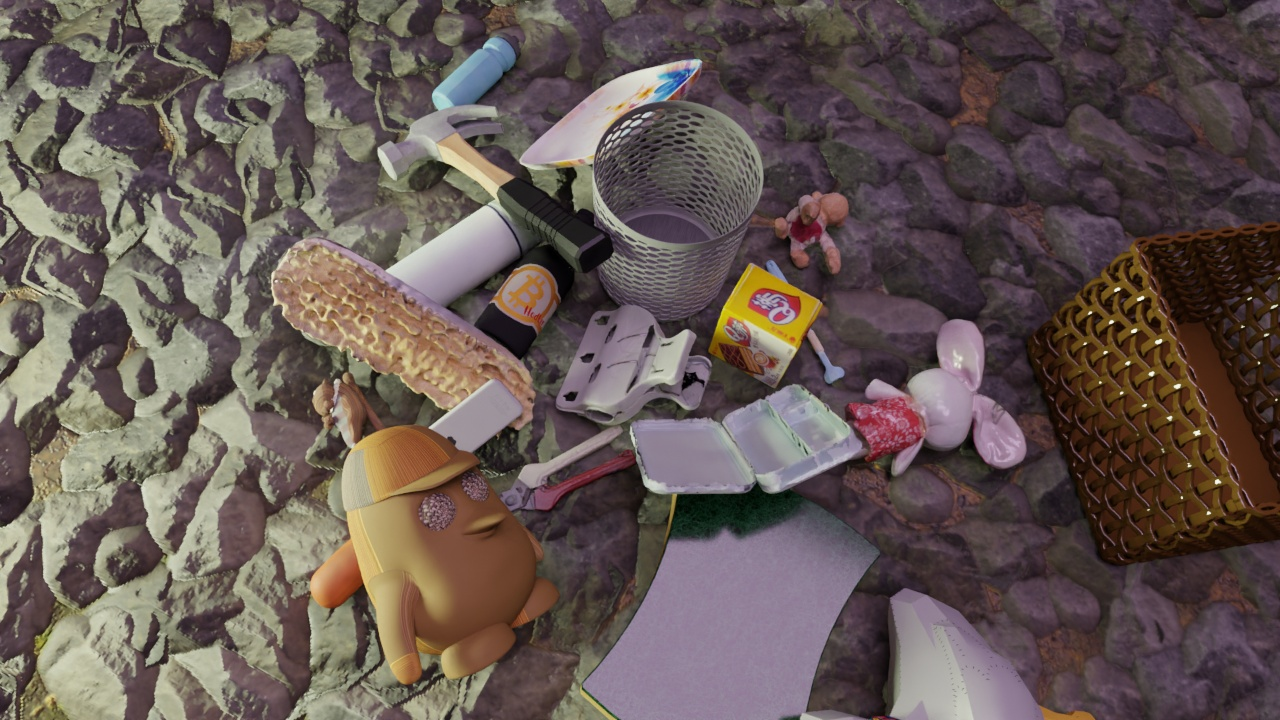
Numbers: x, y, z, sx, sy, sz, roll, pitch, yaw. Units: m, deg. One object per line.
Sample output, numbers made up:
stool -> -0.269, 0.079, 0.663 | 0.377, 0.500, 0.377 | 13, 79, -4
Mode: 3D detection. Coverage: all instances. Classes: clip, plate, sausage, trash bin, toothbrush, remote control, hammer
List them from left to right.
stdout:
sausage -> -0.233, 0.164, 0.849 | 0.164, 0.044, 0.039 | -38, 39, -18
remote control -> -0.180, 0.075, 0.870 | 0.147, 0.008, 0.045 | -37, 112, 5
hammer -> -0.141, -0.178, 0.937 | 0.131, 0.039, 0.328 | -36, 50, -18
plate -> -0.031, -0.263, 0.997 | 0.186, 0.187, 0.016 | -47, 122, -24
clip -> -0.005, 0.005, 0.918 | 0.144, 0.074, 0.124 | 5, 61, 26
trash bin -> 0.029, -0.138, 0.920 | 0.156, 0.184, 0.156 | 1, 67, -4
toothbrush -> 0.173, -0.044, 0.982 | 0.022, 0.016, 0.155 | -33, 69, 18

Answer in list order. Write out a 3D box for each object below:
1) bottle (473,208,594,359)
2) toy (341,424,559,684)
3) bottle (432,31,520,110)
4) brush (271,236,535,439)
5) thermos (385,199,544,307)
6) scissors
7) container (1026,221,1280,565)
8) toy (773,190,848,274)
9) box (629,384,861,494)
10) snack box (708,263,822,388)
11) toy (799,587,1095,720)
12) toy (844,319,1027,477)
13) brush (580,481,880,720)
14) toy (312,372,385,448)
bottle -> -0.101, -0.086, 0.956 | 0.059, 0.059, 0.181 | 29, 68, 8
toy -> -0.169, 0.146, 0.776 | 0.203, 0.163, 0.198 | 62, 33, -5
bottle -> -0.186, -0.336, 1.068 | 0.040, 0.040, 0.129 | 35, 69, 11
brush -> -0.219, -0.020, 0.869 | 0.271, 0.056, 0.083 | 34, 96, -16
thermos -> -0.204, -0.092, 0.948 | 0.229, 0.068, 0.068 | -37, 74, -17
scissors -> -0.092, 0.126, 0.891 | 0.146, 0.015, 0.187 | 28, 70, 7
container -> 0.548, 0.036, 0.865 | 0.219, 0.214, 0.251 | -7, 67, -7
toy -> 0.200, -0.147, 1.006 | 0.085, 0.074, 0.105 | 55, 48, -15
box -> 0.087, 0.075, 0.833 | 0.192, 0.209, 0.061 | -17, 101, -3
snack box -> 0.124, -0.033, 0.924 | 0.083, 0.106, 0.061 | 30, 68, 8
toy -> 0.241, 0.306, 0.754 | 0.267, 0.141, 0.246 | 16, 50, -14
toy -> 0.277, 0.056, 0.912 | 0.194, 0.084, 0.159 | -21, 78, -6
brush -> 0.081, 0.234, 0.823 | 0.195, 0.075, 0.249 | 24, 67, 6
toy -> -0.281, 0.054, 0.895 | 0.054, 0.042, 0.102 | -21, 60, -36
